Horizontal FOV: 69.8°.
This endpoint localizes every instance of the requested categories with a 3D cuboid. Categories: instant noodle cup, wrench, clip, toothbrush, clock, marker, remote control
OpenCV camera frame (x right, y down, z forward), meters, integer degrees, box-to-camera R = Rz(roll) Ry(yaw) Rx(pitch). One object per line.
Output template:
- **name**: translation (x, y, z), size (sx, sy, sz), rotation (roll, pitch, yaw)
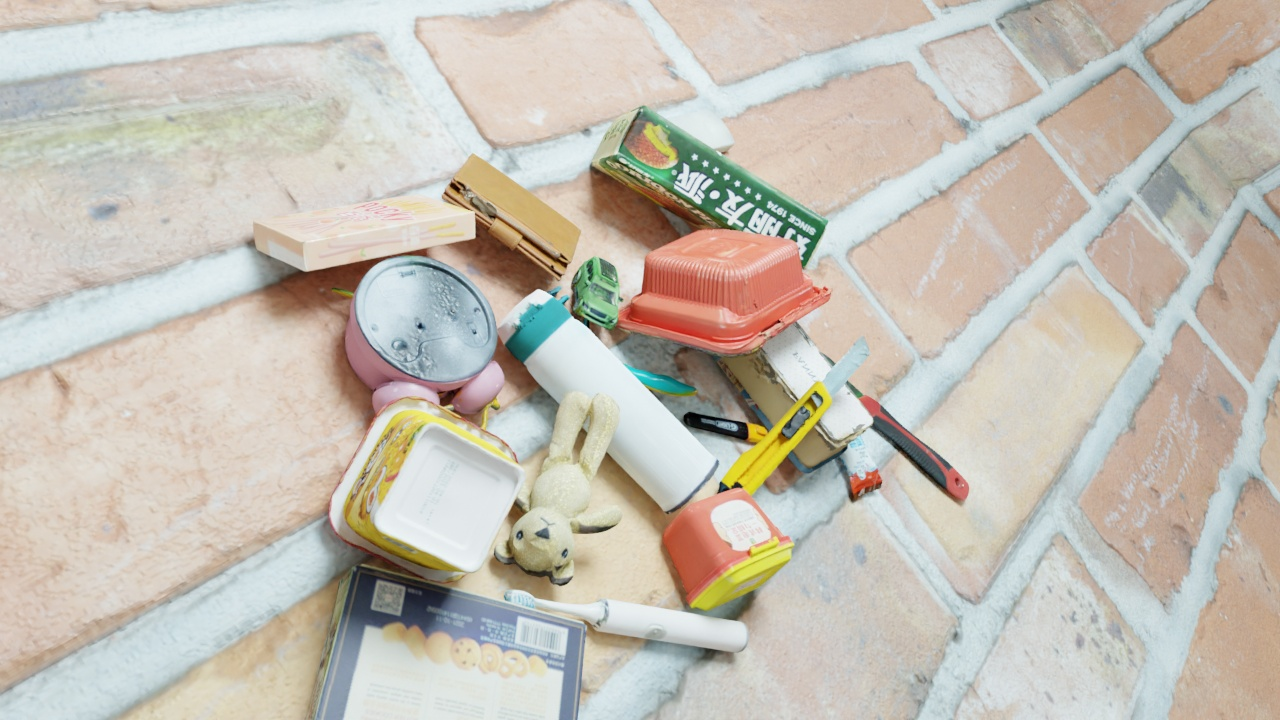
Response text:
- **instant noodle cup**: translation (0.082, -0.075, 0.896), size (0.188, 0.165, 0.079), rotation (-29, 124, -45)
- **wrench**: translation (0.273, 0.070, 1.040), size (0.273, 0.016, 0.056), rotation (37, 48, -11)
- **clip**: translation (-0.088, -0.052, 0.859), size (0.041, 0.014, 0.056), rotation (52, 47, 3)
- **toothbrush**: translation (-0.008, 0.208, 0.738), size (0.220, 0.027, 0.026), rotation (18, 14, -27)
- **clock**: translation (-0.172, -0.004, 0.735), size (0.117, 0.060, 0.158), rotation (-14, 70, -42)
- **marker**: translation (0.095, 0.068, 0.912), size (0.123, 0.015, 0.018), rotation (13, 54, -30)
- **remote control**: translation (0.057, -0.268, 1.100), size (0.134, 0.019, 0.056), rotation (-26, 79, -43)
- **instant noodle cup**: translation (-0.140, 0.090, 0.629), size (0.116, 0.124, 0.116), rotation (30, 75, -16)

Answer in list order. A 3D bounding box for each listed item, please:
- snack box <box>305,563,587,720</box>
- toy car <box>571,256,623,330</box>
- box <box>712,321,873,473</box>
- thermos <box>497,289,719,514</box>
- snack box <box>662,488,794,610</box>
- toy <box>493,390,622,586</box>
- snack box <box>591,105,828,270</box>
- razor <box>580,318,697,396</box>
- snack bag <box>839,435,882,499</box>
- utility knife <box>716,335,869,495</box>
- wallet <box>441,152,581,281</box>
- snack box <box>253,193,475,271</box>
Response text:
- **snack box**: translation (-0.130, 0.247, 0.611), size (0.177, 0.046, 0.182), rotation (22, 51, -23)
- **toy car**: translation (-0.040, -0.065, 0.876), size (0.043, 0.036, 0.091), rotation (26, 32, -23)
- **box**: translation (0.158, 0.030, 0.939), size (0.089, 0.061, 0.184), rotation (-17, 68, -43)
- **thermos**: translation (-0.032, 0.033, 0.807), size (0.224, 0.073, 0.073), rotation (46, 46, -3)
- **snack box**: translation (0.073, 0.160, 0.795), size (0.091, 0.082, 0.080), rotation (-10, 59, -41)
- **toy**: translation (-0.060, 0.097, 0.732), size (0.105, 0.066, 0.157), rotation (19, 67, 0)
- **snack box**: translation (0.072, -0.178, 0.978), size (0.240, 0.114, 0.063), rotation (28, 90, -17)
- **razor**: translation (-0.005, 0.005, 0.871), size (0.132, 0.028, 0.043), rotation (28, 19, -15)
- **snack bag**: translation (0.224, 0.094, 0.981), size (0.048, 0.026, 0.104), rotation (-12, 69, -35)
- **utility knife**: translation (0.148, 0.056, 0.873), size (0.033, 0.015, 0.216), rotation (41, 81, 12)
- **wallet**: translation (-0.118, -0.136, 0.861), size (0.132, 0.031, 0.107), rotation (33, 24, -15)
- **snack box**: translation (-0.223, -0.107, 0.752), size (0.084, 0.026, 0.156), rotation (22, 30, 39)
